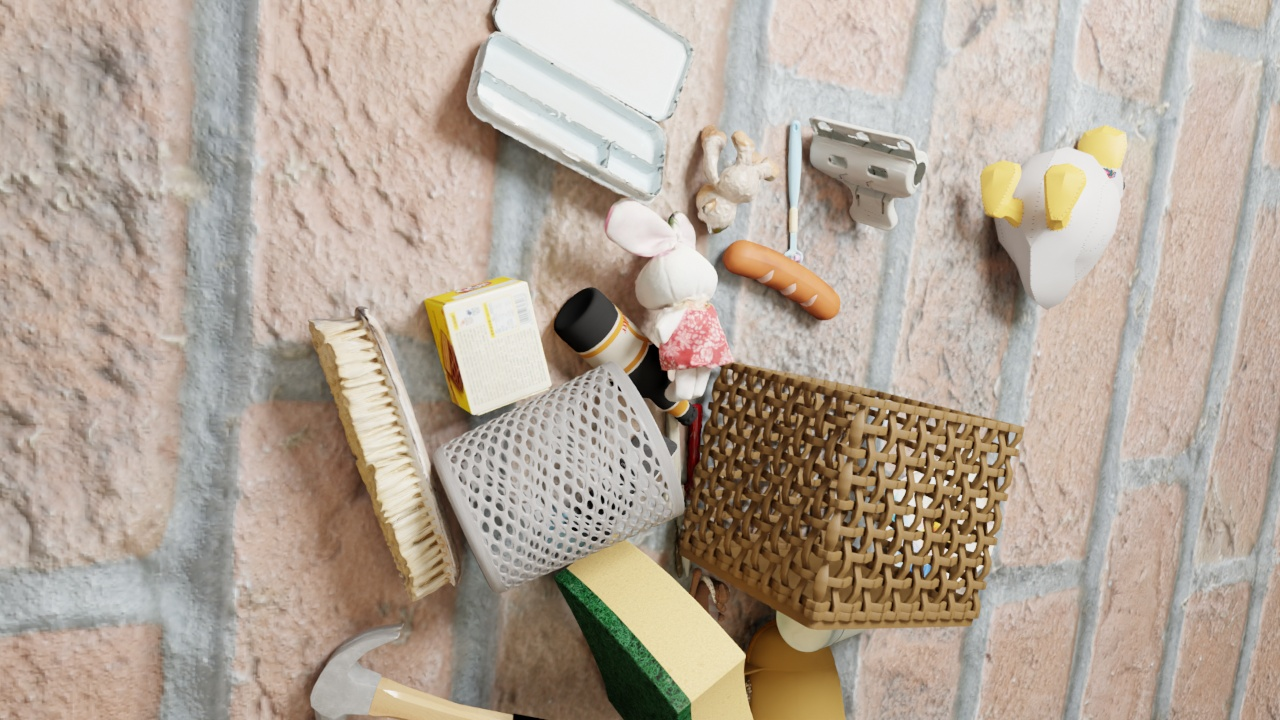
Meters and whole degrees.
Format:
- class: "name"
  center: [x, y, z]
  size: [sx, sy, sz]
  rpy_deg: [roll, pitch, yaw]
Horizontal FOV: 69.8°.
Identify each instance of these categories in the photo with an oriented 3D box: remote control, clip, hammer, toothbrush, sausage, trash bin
- class: "remote control"
  center: [-0.017, 0.126, 0.926]
  size: [0.146, 0.045, 0.008]
  rpy_deg: [-49, 155, -33]
- class: "clip"
  center: [0.251, -0.207, 1.000]
  size: [0.074, 0.125, 0.144]
  rpy_deg: [-55, 145, -9]
- class: "hammer"
  center: [-0.137, 0.339, 0.848]
  size: [0.328, 0.039, 0.131]
  rpy_deg: [19, 93, -7]
- class: "toothbrush"
  center: [0.169, -0.185, 1.011]
  size: [0.022, 0.016, 0.155]
  rpy_deg: [1, 101, 9]
- class: "sausage"
  center: [0.159, -0.089, 1.008]
  size: [0.164, 0.039, 0.044]
  rpy_deg: [24, 89, -30]
- class: "trash bin"
  center: [-0.078, 0.109, 0.835]
  size: [0.183, 0.156, 0.156]
  rpy_deg: [-24, 110, -12]

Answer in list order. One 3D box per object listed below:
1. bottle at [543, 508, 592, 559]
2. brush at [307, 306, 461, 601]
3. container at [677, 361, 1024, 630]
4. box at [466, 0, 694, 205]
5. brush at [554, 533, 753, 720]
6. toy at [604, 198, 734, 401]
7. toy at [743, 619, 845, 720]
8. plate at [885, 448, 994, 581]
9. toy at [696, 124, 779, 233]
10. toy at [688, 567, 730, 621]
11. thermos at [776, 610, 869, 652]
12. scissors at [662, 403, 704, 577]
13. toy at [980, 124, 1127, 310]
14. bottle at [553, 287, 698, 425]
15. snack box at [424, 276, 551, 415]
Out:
- class: "bottle"
  center: [-0.044, 0.196, 0.945]
  size: [0.130, 0.040, 0.040]
  rpy_deg: [39, 79, -29]
- class: "brush"
  center: [-0.219, 0.085, 0.803]
  size: [0.056, 0.083, 0.271]
  rpy_deg: [-22, 109, -25]
- class: "container"
  center: [0.216, 0.138, 0.967]
  size: [0.251, 0.220, 0.214]
  rpy_deg: [10, 94, -35]
- class: "box"
  center: [-0.051, -0.264, 0.861]
  size: [0.209, 0.061, 0.192]
  rpy_deg: [20, 70, -31]
- class: "brush"
  center: [0.026, 0.308, 0.883]
  size: [0.075, 0.195, 0.250]
  rpy_deg: [-33, 130, -21]
- class: "toy"
  center: [0.035, -0.059, 0.886]
  size: [0.158, 0.084, 0.194]
  rpy_deg: [-12, 89, -60]
- class: "toy"
  center: [0.160, 0.398, 1.042]
  size: [0.162, 0.199, 0.203]
  rpy_deg: [2, 83, -2]
- class: "plate"
  center: [0.391, 0.216, 1.205]
  size: [0.186, 0.016, 0.187]
  rpy_deg: [-20, 108, -25]
- class: "toy"
  center: [0.094, -0.179, 0.948]
  size: [0.085, 0.074, 0.106]
  rpy_deg: [21, 92, -43]
- class: "toy"
  center: [0.068, 0.284, 1.024]
  size: [0.054, 0.042, 0.102]
  rpy_deg: [16, 87, -22]
- class: "thermos"
  center: [0.235, 0.282, 1.053]
  size: [0.229, 0.068, 0.068]
  rpy_deg: [9, 94, -53]
- class: "scissors"
  center: [0.052, 0.140, 1.005]
  size: [0.146, 0.015, 0.188]
  rpy_deg: [-41, 117, -18]
- class: "toy"
  center: [0.531, -0.187, 1.150]
  size: [0.267, 0.141, 0.247]
  rpy_deg: [2, 100, -47]
- class: "bottle"
  center: [-0.005, 0.005, 0.922]
  size: [0.181, 0.059, 0.059]
  rpy_deg: [43, 77, -28]
- class: "snack box"
  center: [-0.139, -0.015, 0.842]
  size: [0.083, 0.061, 0.106]
  rpy_deg: [-20, 108, -26]
